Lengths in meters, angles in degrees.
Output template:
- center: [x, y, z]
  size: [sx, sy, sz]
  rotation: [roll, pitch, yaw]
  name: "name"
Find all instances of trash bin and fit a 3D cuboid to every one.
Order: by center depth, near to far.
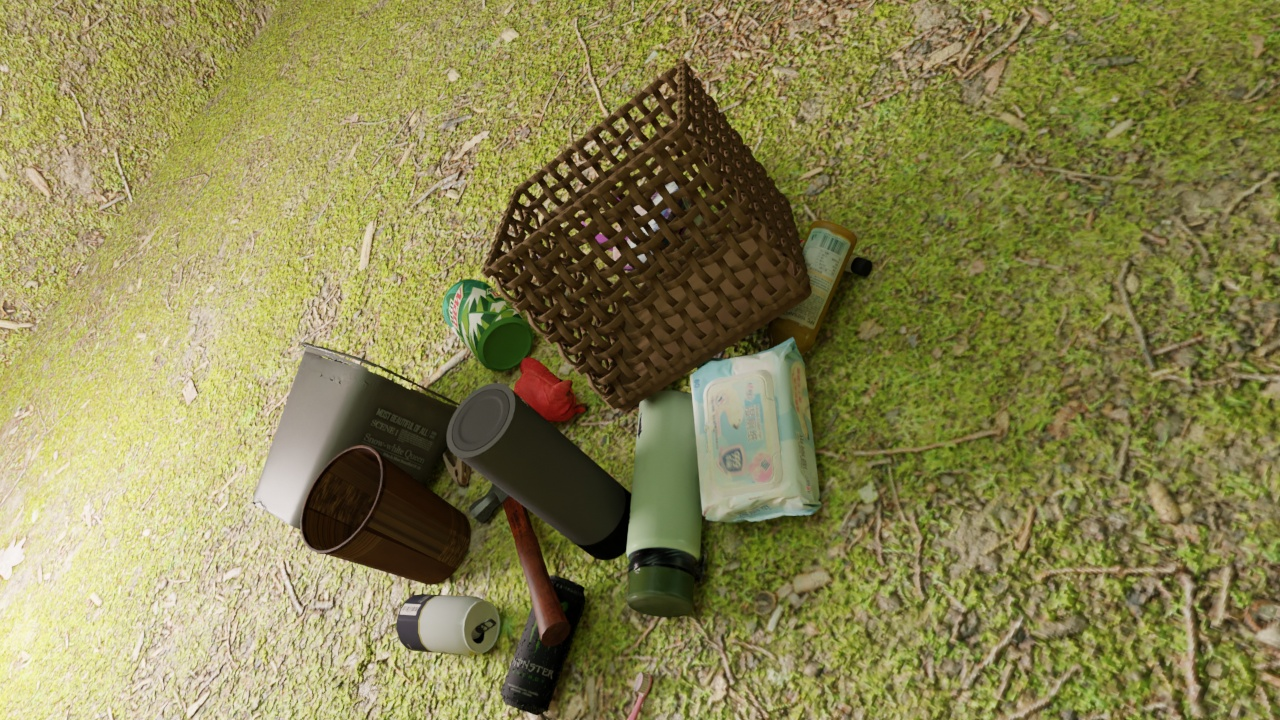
- center: [-0.382, 0.121, 1.221]
  size: [0.198, 0.197, 0.220]
  rotation: [12, 75, 41]
  name: "trash bin"

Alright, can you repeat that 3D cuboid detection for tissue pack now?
- center: [0.113, 0.071, 0.920]
  size: [0.112, 0.070, 0.181]
  rotation: [-15, 71, 30]
  name: "tissue pack"

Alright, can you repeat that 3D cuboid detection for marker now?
- center: [0.200, -0.123, 1.047]
  size: [0.146, 0.019, 0.019]
  rotation: [27, 80, 45]
  name: "marker"

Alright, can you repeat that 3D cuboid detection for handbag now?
- center: [-0.008, -0.177, 1.203]
  size: [0.170, 0.068, 0.144]
  rotation: [13, 68, 41]
  name: "handbag"

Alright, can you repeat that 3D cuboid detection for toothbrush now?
- center: [-0.016, 0.367, 0.883]
  size: [0.022, 0.016, 0.134]
  rotation: [1, 62, 40]
  name: "toothbrush"

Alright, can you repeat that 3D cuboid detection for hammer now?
- center: [-0.124, 0.206, 1.013]
  size: [0.111, 0.028, 0.300]
  rotation: [-44, 28, 4]
  name: "hammer"

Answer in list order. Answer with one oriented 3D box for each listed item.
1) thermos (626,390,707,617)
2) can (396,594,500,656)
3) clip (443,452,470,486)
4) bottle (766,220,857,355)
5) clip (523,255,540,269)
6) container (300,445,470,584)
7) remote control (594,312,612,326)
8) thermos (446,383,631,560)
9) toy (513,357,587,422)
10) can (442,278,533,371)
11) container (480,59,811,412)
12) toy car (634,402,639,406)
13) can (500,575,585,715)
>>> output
- center: [0.031, 0.149, 0.956]
  size: [0.082, 0.082, 0.230]
  rotation: [-15, 53, 29]
  name: "thermos"
- center: [-0.217, 0.302, 1.049]
  size: [0.128, 0.064, 0.064]
  rotation: [-8, 57, 34]
  name: "can"
- center: [-0.244, 0.140, 1.210]
  size: [0.039, 0.024, 0.060]
  rotation: [-18, 56, 27]
  name: "clip"
- center: [0.174, -0.056, 0.986]
  size: [0.053, 0.053, 0.186]
  rotation: [20, 85, 44]
  name: "bottle"
- center: [-0.151, -0.146, 1.342]
  size: [0.052, 0.014, 0.041]
  rotation: [14, 71, 40]
  name: "clip"
- center: [-0.299, 0.197, 1.110]
  size: [0.132, 0.167, 0.132]
  rotation: [-20, 51, 26]
  name: "container"
- center: [-0.003, -0.052, 1.158]
  size: [0.137, 0.015, 0.032]
  rotation: [-1, 61, 37]
  name: "remote control"
- center: [-0.091, 0.121, 0.953]
  size: [0.082, 0.240, 0.082]
  rotation: [-20, 47, 23]
  name: "thermos"
- center: [-0.131, 0.070, 1.134]
  size: [0.094, 0.088, 0.132]
  rotation: [20, 76, 33]
  name: "toy"
- center: [-0.215, -0.052, 1.276]
  size: [0.083, 0.083, 0.144]
  rotation: [-49, 44, 0]
  name: "can"
- center: [0.011, -0.131, 0.982]
  size: [0.252, 0.214, 0.219]
  rotation: [-33, 26, 21]
  name: "container"
- center: [-0.007, 0.007, 1.111]
  size: [0.048, 0.033, 0.105]
  rotation: [-18, 51, 30]
  name: "toy car"
- center: [-0.101, 0.300, 0.968]
  size: [0.054, 0.054, 0.137]
  rotation: [2, 63, 39]
  name: "can"
